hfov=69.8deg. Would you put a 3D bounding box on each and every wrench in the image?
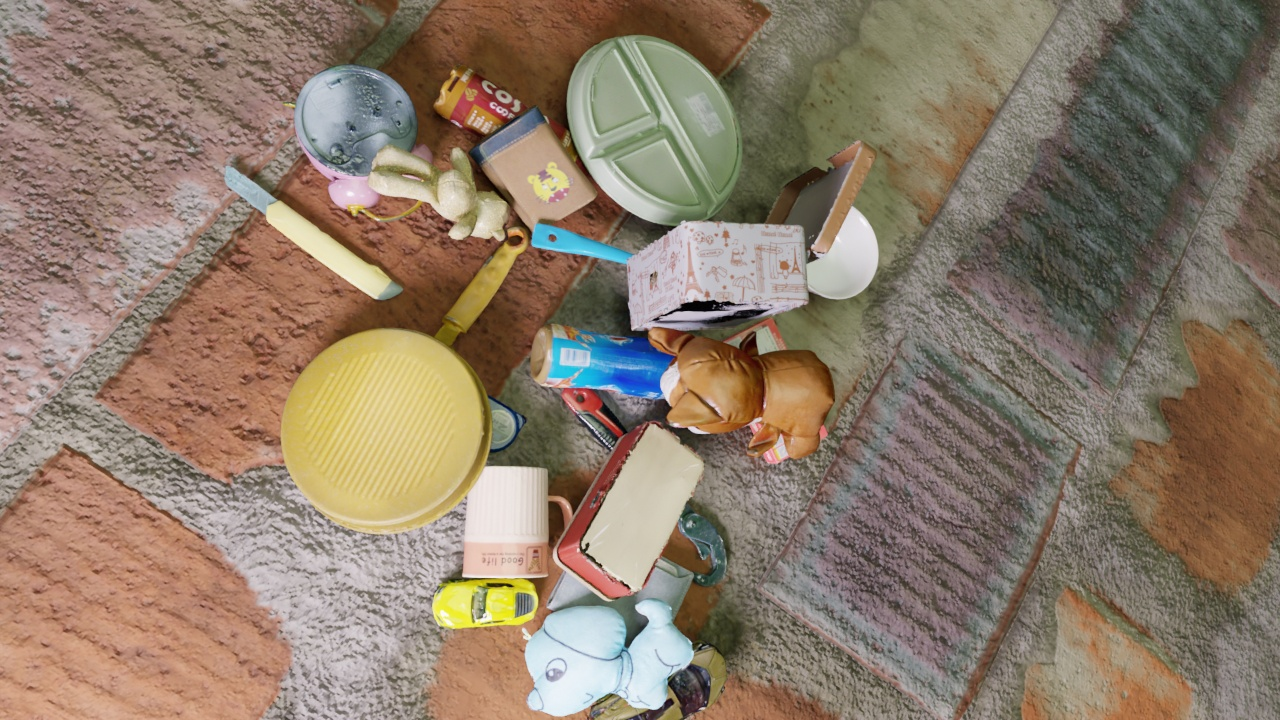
[{"bbox_3d":[0.008,0.131,0.995,0.056,0.016,0.273,-39,96,-25],"label":"wrench"}]

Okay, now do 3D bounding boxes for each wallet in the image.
[{"bbox_3d":[-0.112,-0.196,0.959,0.090,0.033,0.115,-28,118,18],"label":"wallet"},{"bbox_3d":[-0.017,0.239,0.960,0.129,0.037,0.106,31,74,-12],"label":"wallet"}]

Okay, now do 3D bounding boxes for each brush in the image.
[{"bbox_3d":[0.004,-0.110,1.009,0.254,0.046,0.083,11,82,-23],"label":"brush"}]

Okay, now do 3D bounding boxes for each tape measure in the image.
[{"bbox_3d":[-0.153,0.067,0.945,0.058,0.025,0.054,32,75,-8],"label":"tape measure"}]

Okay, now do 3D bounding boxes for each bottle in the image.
[{"bbox_3d":[-0.006,0.006,0.981,0.218,0.065,0.065,7,79,-23],"label":"bottle"},{"bbox_3d":[-0.131,-0.247,0.982,0.175,0.058,0.057,29,74,-13],"label":"bottle"}]

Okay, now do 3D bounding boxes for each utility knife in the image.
[{"bbox_3d":[-0.329,-0.125,0.917,0.205,0.021,0.030,39,68,-17],"label":"utility knife"}]

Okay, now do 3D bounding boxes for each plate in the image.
[{"bbox_3d":[0.024,-0.262,1.027,0.230,0.028,0.230,9,73,-30],"label":"plate"}]

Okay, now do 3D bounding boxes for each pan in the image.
[{"bbox_3d":[-0.207,0.001,0.912,0.198,0.078,0.356,26,75,6],"label":"pan"}]

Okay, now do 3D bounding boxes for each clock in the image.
[{"bbox_3d":[-0.278,-0.215,0.928,0.117,0.060,0.158,-31,91,-21],"label":"clock"}]

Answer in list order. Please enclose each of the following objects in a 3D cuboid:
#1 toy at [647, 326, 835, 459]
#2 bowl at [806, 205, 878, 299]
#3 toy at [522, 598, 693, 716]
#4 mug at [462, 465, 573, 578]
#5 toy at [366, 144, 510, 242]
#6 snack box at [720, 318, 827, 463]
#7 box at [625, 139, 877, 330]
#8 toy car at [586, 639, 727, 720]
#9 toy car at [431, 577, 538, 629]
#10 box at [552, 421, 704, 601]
[{"bbox_3d":[0.099,0.033,0.951,0.199,0.131,0.140,10,44,-35],"label":"toy"},{"bbox_3d":[0.211,-0.124,1.077,0.118,0.065,0.118,3,81,-18],"label":"bowl"},{"bbox_3d":[-0.041,0.293,0.910,0.156,0.050,0.161,33,86,10],"label":"toy"},{"bbox_3d":[-0.119,0.161,0.916,0.114,0.082,0.105,6,78,-31],"label":"mug"},{"bbox_3d":[-0.199,-0.165,0.921,0.157,0.066,0.105,19,51,-43],"label":"toy"},{"bbox_3d":[0.149,0.035,1.053,0.075,0.025,0.153,-26,91,-21],"label":"snack box"},{"bbox_3d":[0.118,-0.111,0.939,0.270,0.180,0.134,-33,95,-20],"label":"box"},{"bbox_3d":[0.019,0.345,0.938,0.158,0.042,0.070,-31,101,-8],"label":"toy car"},{"bbox_3d":[-0.154,0.242,0.915,0.105,0.032,0.048,2,82,-17],"label":"toy car"},{"bbox_3d":[-0.003,0.148,0.920,0.091,0.076,0.167,40,56,-12],"label":"box"}]
